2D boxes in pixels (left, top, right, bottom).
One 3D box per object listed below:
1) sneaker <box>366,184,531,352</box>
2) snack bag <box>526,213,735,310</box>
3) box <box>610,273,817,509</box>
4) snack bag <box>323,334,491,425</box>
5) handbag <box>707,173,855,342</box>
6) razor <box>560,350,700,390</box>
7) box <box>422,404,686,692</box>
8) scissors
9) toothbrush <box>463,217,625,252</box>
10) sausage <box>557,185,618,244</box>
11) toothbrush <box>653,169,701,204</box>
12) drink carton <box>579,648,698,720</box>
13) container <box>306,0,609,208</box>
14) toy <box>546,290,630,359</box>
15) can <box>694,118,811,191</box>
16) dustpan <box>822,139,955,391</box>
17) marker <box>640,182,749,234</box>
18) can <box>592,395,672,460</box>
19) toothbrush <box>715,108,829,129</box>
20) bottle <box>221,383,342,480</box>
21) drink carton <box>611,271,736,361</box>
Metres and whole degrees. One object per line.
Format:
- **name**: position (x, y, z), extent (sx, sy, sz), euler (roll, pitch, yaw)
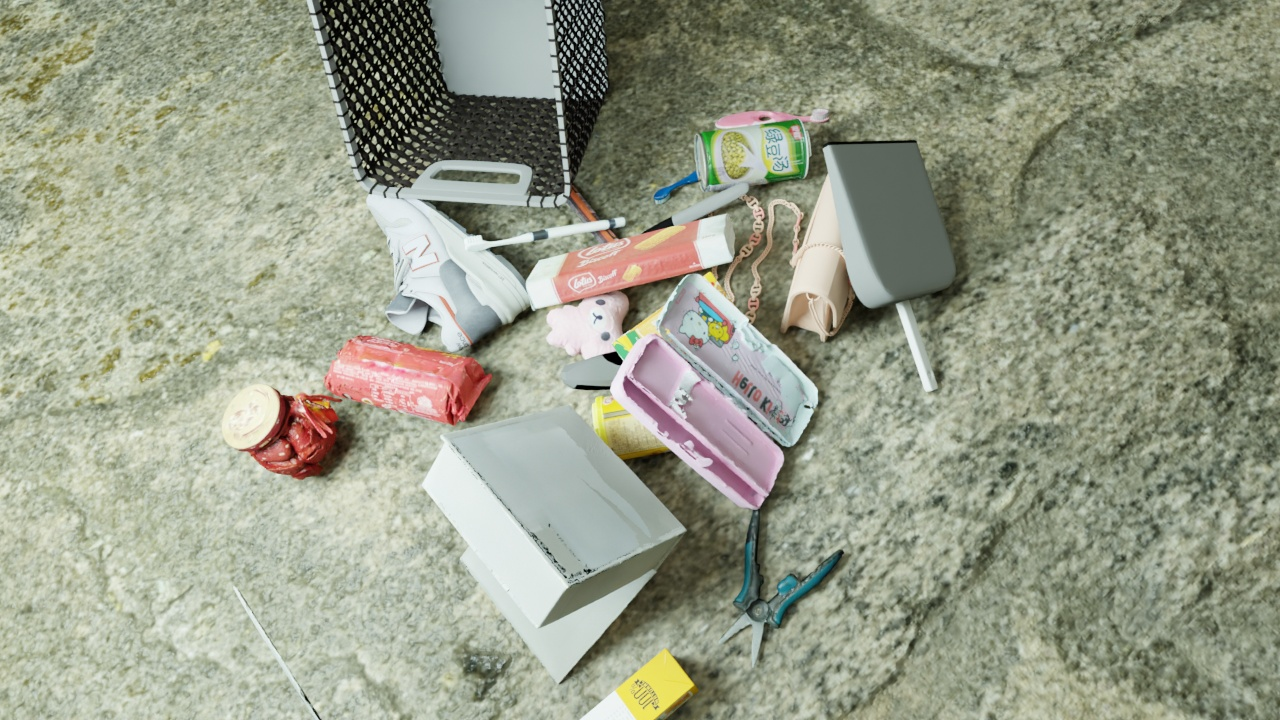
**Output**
- **sneaker**: position (-0.243, -0.095, 1.023), extent (0.240, 0.089, 0.124), euler (33, 71, 17)
- **snack bag**: position (-0.011, -0.106, 0.980), extent (0.225, 0.041, 0.077), euler (-11, 25, 13)
- **box**: position (0.076, 0.032, 0.883), extent (0.201, 0.041, 0.153), euler (42, 62, -22)
- **snack bag**: position (-0.253, 0.018, 0.977), extent (0.176, 0.082, 0.082), euler (12, 68, 13)
- **handbag**: position (0.136, -0.112, 0.958), extent (0.187, 0.117, 0.198), euler (15, 69, 14)
- **razor**: position (-0.006, 0.005, 0.941), extent (0.156, 0.060, 0.057), euler (-18, 35, -16)
- **box**: position (-0.073, 0.198, 0.899), extent (0.164, 0.447, 0.167), euler (-36, 66, -19)
- **scissors**: position (0.119, 0.205, 0.873), extent (0.148, 0.019, 0.118), euler (-35, 66, -6)
- **toothbrush**: position (-0.104, -0.142, 1.016), extent (0.186, 0.012, 0.017), euler (-12, 59, -21)
- **sausage**: position (-0.054, -0.159, 1.062), extent (0.020, 0.020, 0.155), euler (-35, 66, -8)
- **toothbrush**: position (0.072, -0.221, 1.074), extent (0.135, 0.017, 0.021), euler (-33, 69, -10)
- **drink carton**: position (-0.009, 0.316, 0.819), extent (0.122, 0.058, 0.040), euler (-38, 66, -9)
- **container**: position (-0.173, -0.341, 1.005), extent (0.247, 0.246, 0.242), euler (6, 41, 11)
- **toy**: position (-0.054, -0.032, 0.981), extent (0.095, 0.053, 0.099), euler (4, 64, -19)
- **can**: position (0.126, -0.231, 1.034), extent (0.121, 0.067, 0.067), euler (-8, 65, -3)
- **dustpan**: position (0.265, -0.095, 0.928), extent (0.162, 0.033, 0.257), euler (-14, 85, -42)
- **marker**: position (0.060, -0.163, 1.033), extent (0.139, 0.016, 0.022), euler (-24, 88, 15)
- **can**: position (0.008, 0.062, 0.926), extent (0.105, 0.068, 0.067), euler (-10, 65, 3)
- **toothbrush**: position (0.156, -0.287, 1.089), extent (0.135, 0.016, 0.021), euler (-2, 65, 7)
- **bottle**: position (-0.362, 0.073, 0.954), extent (0.099, 0.111, 0.098), euler (-9, 62, 17)
- **drink carton**: position (0.040, -0.031, 0.910), extent (0.122, 0.041, 0.058), euler (-37, 92, -18)
